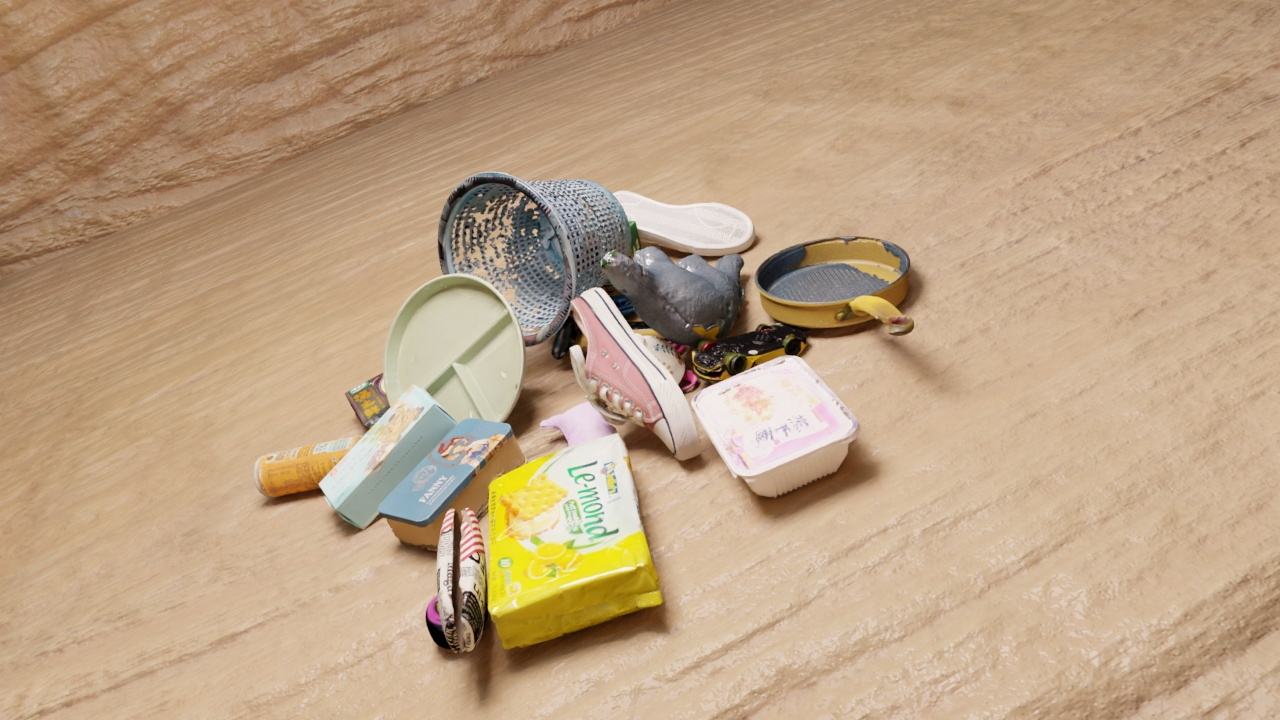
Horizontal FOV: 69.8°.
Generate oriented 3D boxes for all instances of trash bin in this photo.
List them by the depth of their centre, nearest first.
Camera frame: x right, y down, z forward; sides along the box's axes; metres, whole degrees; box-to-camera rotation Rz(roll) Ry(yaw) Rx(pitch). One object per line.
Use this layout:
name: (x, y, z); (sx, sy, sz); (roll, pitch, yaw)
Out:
trash bin: (-0.123, -0.153, 1.231); (0.227, 0.227, 0.194); (5, 21, 34)

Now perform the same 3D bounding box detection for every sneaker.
sneaker: (-0.023, 0.025, 1.044); (0.087, 0.118, 0.241); (-31, 68, -13)
sneaker: (0.062, -0.202, 1.445); (0.242, 0.091, 0.089); (14, 72, 17)

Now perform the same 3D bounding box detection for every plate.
plate: (-0.240, 0.003, 1.186); (0.231, 0.230, 0.027); (-1, -5, 28)

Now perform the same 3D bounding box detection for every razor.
razor: (-0.041, -0.035, 1.248); (0.167, 0.068, 0.062); (-5, 33, 11)

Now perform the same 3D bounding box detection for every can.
can: (-0.422, 0.138, 1.190); (0.146, 0.058, 0.058); (-12, 32, 13)

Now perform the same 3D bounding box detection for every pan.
pan: (0.255, -0.084, 1.112); (0.197, 0.078, 0.357); (-14, 28, -1)

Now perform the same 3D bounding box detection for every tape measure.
tape measure: (-0.179, 0.252, 0.894); (0.057, 0.039, 0.057); (9, 34, 25)

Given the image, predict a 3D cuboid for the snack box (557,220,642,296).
snack box: (-0.052, -0.158, 1.394); (0.118, 0.118, 0.105); (-1, 31, 23)

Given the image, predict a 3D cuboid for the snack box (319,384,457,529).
snack box: (-0.308, 0.116, 1.121); (0.174, 0.051, 0.074); (-48, 38, -10)

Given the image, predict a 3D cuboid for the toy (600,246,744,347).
toy: (0.060, -0.083, 1.165); (0.092, 0.138, 0.355); (-21, -8, 31)

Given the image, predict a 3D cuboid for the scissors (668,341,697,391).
scissors: (0.025, 0.013, 1.178); (0.134, 0.017, 0.133); (5, 43, 40)

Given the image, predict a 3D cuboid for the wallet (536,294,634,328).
wallet: (-0.073, -0.072, 1.324); (0.133, 0.040, 0.106); (-7, 9, 22)

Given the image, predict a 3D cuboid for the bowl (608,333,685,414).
bowl: (-0.007, 0.007, 1.141); (0.114, 0.062, 0.113); (-22, 31, 14)

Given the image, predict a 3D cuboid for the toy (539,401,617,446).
toy: (-0.066, 0.085, 1.090); (0.083, 0.039, 0.108); (-22, 37, -14)

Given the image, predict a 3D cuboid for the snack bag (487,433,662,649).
snack bag: (-0.071, 0.177, 0.922); (0.158, 0.068, 0.246); (-19, 31, 2)

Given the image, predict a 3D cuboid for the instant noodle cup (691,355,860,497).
instant noodle cup: (0.143, 0.074, 0.971); (0.138, 0.060, 0.173); (-22, 32, -4)

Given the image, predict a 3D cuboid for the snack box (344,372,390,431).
snack box: (-0.347, 0.053, 1.295); (0.113, 0.053, 0.126); (-31, 38, -18)

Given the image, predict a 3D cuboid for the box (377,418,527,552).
box: (-0.217, 0.146, 1.060); (0.090, 0.062, 0.183); (3, 36, 34)

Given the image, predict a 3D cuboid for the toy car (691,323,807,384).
toy car: (0.136, -0.010, 1.120); (0.155, 0.041, 0.071); (-18, 27, -26)

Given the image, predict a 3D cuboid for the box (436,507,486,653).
box: (-0.163, 0.203, 0.869); (0.060, 0.072, 0.164); (-24, 33, 6)
